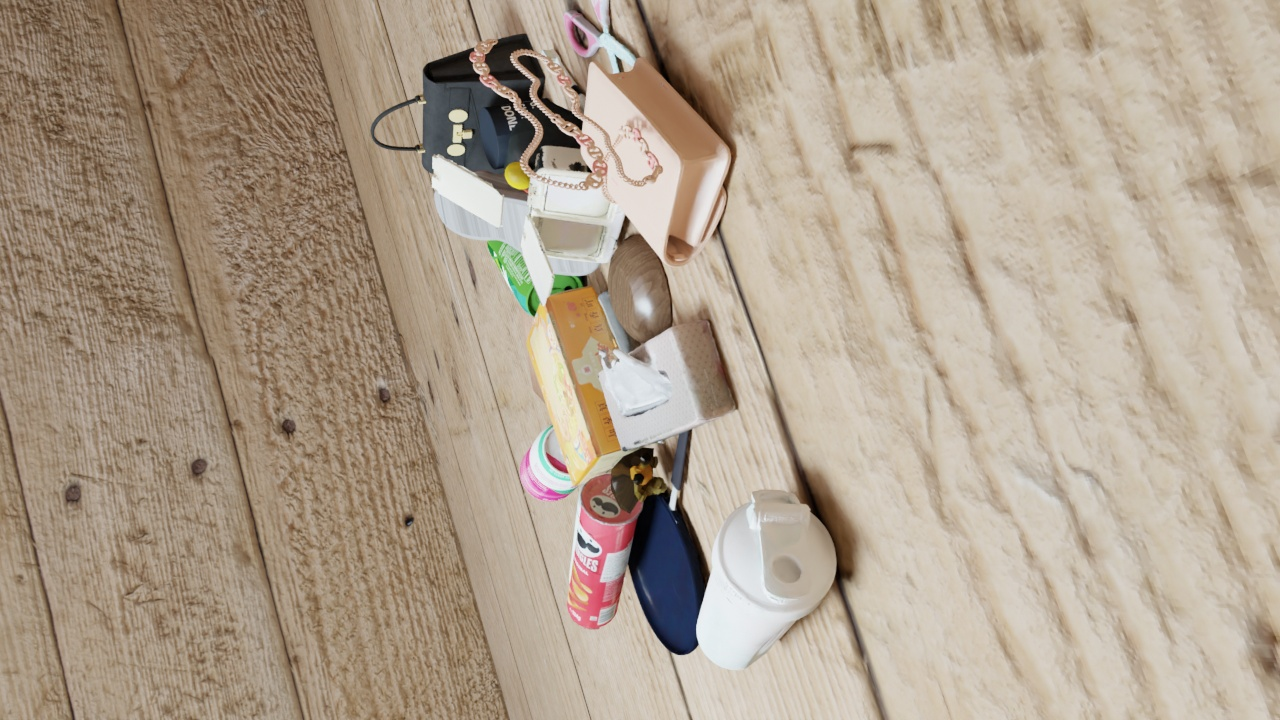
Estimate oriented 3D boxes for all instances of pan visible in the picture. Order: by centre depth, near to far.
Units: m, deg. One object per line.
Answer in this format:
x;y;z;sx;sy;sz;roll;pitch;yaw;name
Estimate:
0.035;0.177;1.014;0.198;0.021;0.357;-124;31;-45;pan

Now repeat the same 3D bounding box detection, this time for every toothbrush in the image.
-0.065;-0.274;0.963;0.186;0.017;0.012;60;147;34;toothbrush
-0.006;0.006;0.993;0.024;0.022;0.185;-49;57;50;toothbrush

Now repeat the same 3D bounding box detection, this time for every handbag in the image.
-0.047;-0.162;0.751;0.198;0.186;0.117;56;146;32;handbag
-0.231;-0.297;1.123;0.176;0.195;0.072;116;136;-60;handbag

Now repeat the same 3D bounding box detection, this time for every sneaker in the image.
-0.126;-0.173;1.073;0.236;0.089;0.099;23;138;24;sneaker

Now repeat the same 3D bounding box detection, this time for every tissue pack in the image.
0.010;0.027;0.884;0.182;0.071;0.104;-29;79;65;tissue pack

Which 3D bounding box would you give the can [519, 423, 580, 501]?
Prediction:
-0.114;0.141;1.277;0.166;0.088;0.088;131;122;-66;can

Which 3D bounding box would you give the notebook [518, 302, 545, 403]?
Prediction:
-0.137;-0.028;1.317;0.169;0.022;0.211;-143;42;-61;notebook

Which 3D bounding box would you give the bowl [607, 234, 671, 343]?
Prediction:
-0.007;-0.068;0.937;0.118;0.030;0.118;165;90;-70;bowl

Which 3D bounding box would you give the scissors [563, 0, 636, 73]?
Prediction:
-0.037;-0.323;0.861;0.172;0.014;0.159;-126;28;-44;scissors

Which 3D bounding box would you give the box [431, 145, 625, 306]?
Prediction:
-0.111;-0.127;0.898;0.144;0.194;0.101;109;165;-60;box

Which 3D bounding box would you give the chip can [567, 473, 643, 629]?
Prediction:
-0.048;0.240;1.124;0.234;0.073;0.073;101;148;-44;chip can

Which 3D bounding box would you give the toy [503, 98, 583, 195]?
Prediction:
-0.089;-0.210;0.971;0.119;0.097;0.099;65;-160;-73;toy

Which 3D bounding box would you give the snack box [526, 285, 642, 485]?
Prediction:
-0.061;0.031;1.072;0.145;0.080;0.195;124;128;-65;snack box

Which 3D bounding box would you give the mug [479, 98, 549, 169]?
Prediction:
-0.135;-0.254;1.071;0.071;0.077;0.105;102;147;-51;mug

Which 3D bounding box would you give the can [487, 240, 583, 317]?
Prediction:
-0.132;-0.119;1.151;0.144;0.083;0.083;-125;28;-42;can

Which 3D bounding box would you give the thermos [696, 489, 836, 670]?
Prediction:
0.095;0.191;0.770;0.221;0.099;0.099;100;148;-56;thermos

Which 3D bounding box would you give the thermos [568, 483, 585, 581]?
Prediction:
-0.058;0.242;1.236;0.231;0.067;0.068;101;147;-49;thermos

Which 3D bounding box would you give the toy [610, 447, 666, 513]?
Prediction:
-0.001;0.122;0.972;0.100;0.062;0.076;97;-167;-68;toy
